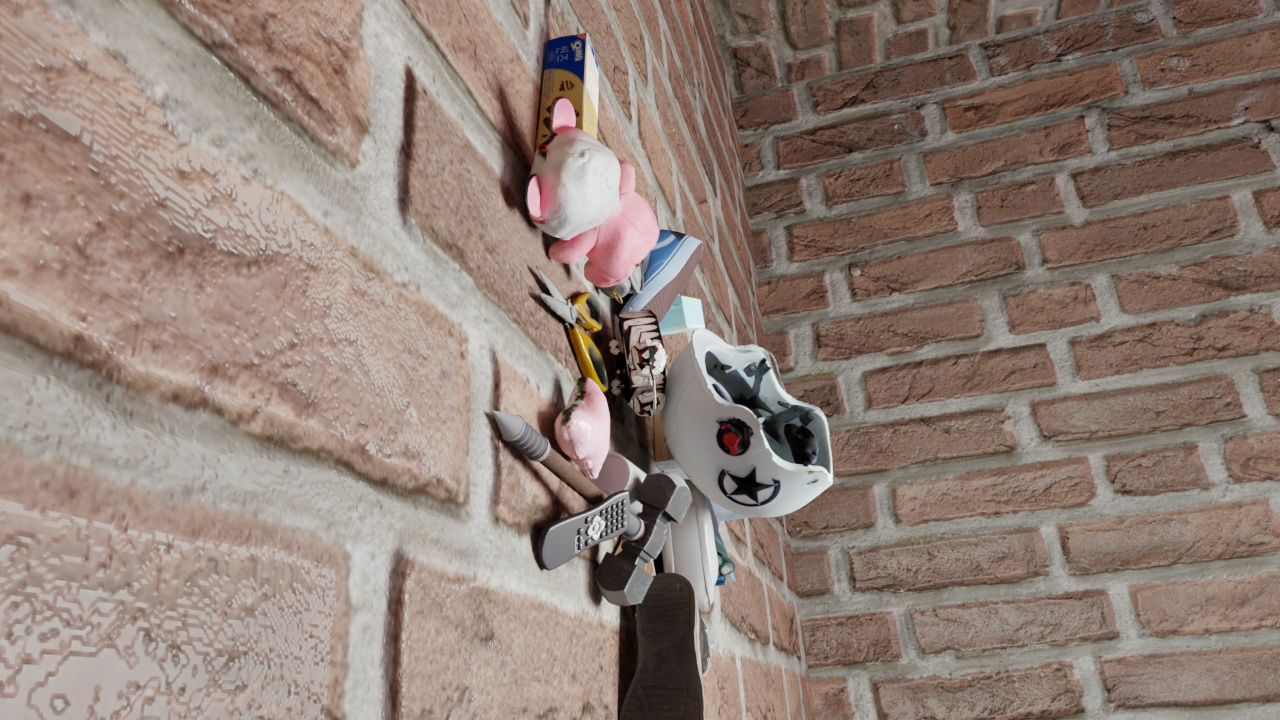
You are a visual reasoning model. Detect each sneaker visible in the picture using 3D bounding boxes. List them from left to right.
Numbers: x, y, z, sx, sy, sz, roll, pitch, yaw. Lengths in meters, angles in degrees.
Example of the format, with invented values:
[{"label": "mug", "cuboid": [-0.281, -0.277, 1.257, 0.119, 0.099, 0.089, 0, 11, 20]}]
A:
[{"label": "sneaker", "cuboid": [0.001, -0.114, 1.325, 0.240, 0.098, 0.084, -54, 161, -45]}, {"label": "sneaker", "cuboid": [0.032, 0.375, 1.041, 0.120, 0.095, 0.234, 74, 12, -51]}]

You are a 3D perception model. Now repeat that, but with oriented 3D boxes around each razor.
[{"label": "razor", "cuboid": [0.100, 0.253, 1.366, 0.052, 0.047, 0.142, 56, 16, -58]}]

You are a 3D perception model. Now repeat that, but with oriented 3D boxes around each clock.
[{"label": "clock", "cuboid": [-0.028, -0.126, 1.206, 0.147, 0.056, 0.104, -89, 163, -46]}, {"label": "clock", "cuboid": [-0.006, 0.007, 1.142, 0.154, 0.065, 0.115, -109, -166, -52]}]

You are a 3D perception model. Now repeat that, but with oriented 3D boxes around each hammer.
[{"label": "hammer", "cuboid": [-0.054, 0.124, 0.894, 0.155, 0.043, 0.322, -61, 142, -17]}]

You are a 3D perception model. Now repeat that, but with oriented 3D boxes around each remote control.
[{"label": "remote control", "cuboid": [-0.051, 0.161, 0.871, 0.124, 0.009, 0.046, -18, 115, -48]}]

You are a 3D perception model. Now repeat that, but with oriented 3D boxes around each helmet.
[{"label": "helmet", "cuboid": [0.121, 0.093, 1.201, 0.264, 0.164, 0.236, 42, 22, -11]}]

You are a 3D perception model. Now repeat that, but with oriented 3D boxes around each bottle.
[{"label": "bottle", "cuboid": [-0.009, 0.155, 1.086, 0.195, 0.052, 0.052, 49, 33, -65]}]

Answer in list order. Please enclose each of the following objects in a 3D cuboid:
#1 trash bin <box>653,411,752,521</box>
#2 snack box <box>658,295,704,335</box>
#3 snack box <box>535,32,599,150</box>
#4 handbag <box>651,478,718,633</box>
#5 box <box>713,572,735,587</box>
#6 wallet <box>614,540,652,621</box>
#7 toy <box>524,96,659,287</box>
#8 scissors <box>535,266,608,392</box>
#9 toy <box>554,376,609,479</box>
[{"label": "trash bin", "cuboid": [0.123, 0.139, 1.455, 0.247, 0.142, 0.142, 61, 23, -54]}, {"label": "snack box", "cuboid": [0.050, -0.069, 1.449, 0.174, 0.075, 0.053, -4, 84, -76]}, {"label": "snack box", "cuboid": [-0.085, -0.304, 1.096, 0.056, 0.057, 0.206, 68, 17, -53]}, {"label": "handbag", "cuboid": [0.057, 0.274, 1.292, 0.223, 0.095, 0.215, 79, 5, -76]}, {"label": "box", "cuboid": [0.120, 0.309, 1.489, 0.231, 0.048, 0.093, 63, 21, -66]}, {"label": "wallet", "cuboid": [-0.007, 0.247, 1.113, 0.120, 0.013, 0.087, -53, 131, -70]}, {"label": "toy", "cuboid": [-0.054, -0.174, 1.003, 0.213, 0.084, 0.141, 45, 66, -51]}, {"label": "scissors", "cuboid": [-0.075, -0.056, 1.041, 0.226, 0.016, 0.161, 62, 22, -53]}, {"label": "toy", "cuboid": [-0.057, 0.073, 0.949, 0.102, 0.050, 0.093, -67, 149, -59]}]
